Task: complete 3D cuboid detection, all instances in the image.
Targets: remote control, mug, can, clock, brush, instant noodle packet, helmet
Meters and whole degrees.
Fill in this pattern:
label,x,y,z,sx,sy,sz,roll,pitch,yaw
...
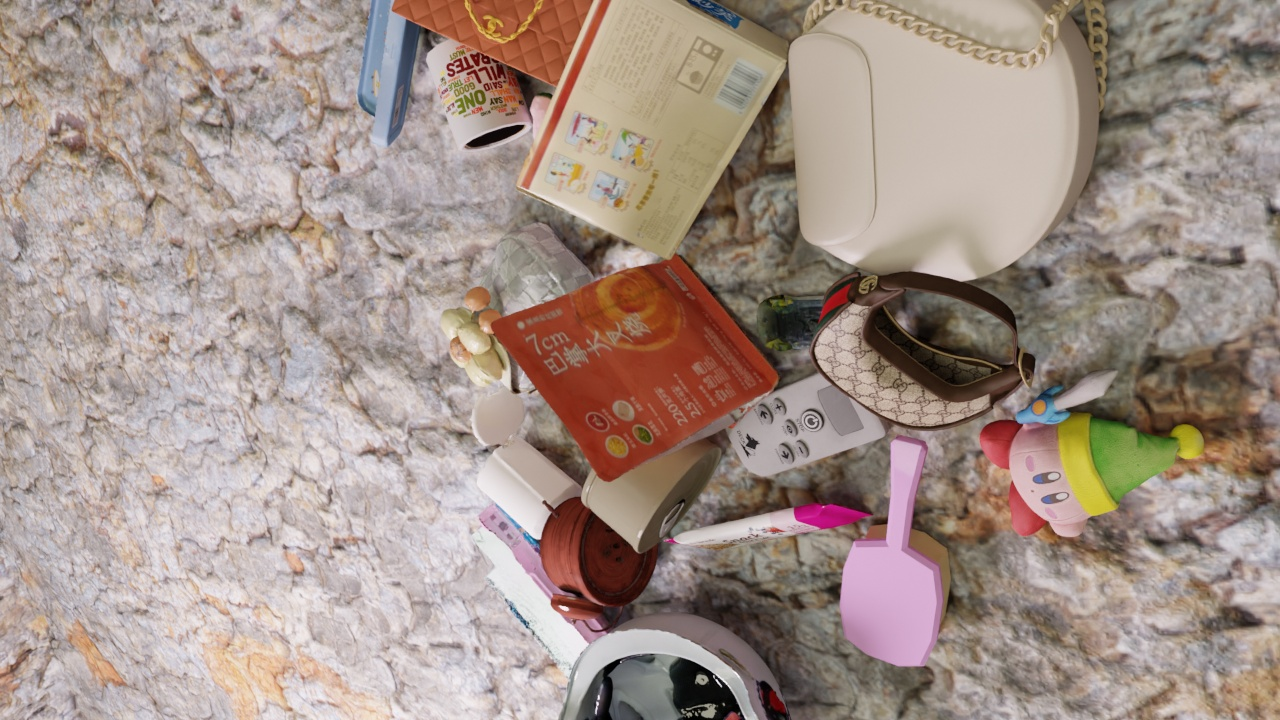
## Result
label,x,y,z,sx,sy,sz,roll,pitch,yaw
remote control,0.146,0.057,0.840,0.151,0.019,0.074,-26,94,39
mug,-0.157,-0.253,0.884,0.089,0.073,0.105,71,161,-3
can,0.011,0.113,0.888,0.073,0.127,0.128,37,126,18
clock,-0.044,0.212,0.974,0.072,0.120,0.158,-5,99,44
brush,0.231,0.165,0.813,0.089,0.043,0.229,13,116,29
instant noodle packet,-0.005,0.005,0.784,0.164,0.220,0.084,52,127,14
helmet,0.049,0.367,0.946,0.237,0.163,0.264,-20,95,23

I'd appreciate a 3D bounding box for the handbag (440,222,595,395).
label,x,y,z,sx,sy,sz,roll,pitch,yaw
handbag,-0.129,-0.049,0.917,0.112,0.123,0.172,50,134,14

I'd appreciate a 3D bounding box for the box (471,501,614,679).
label,x,y,z,sx,sy,sz,roll,pitch,yaw
box,-0.110,0.272,1.087,0.230,0.066,0.159,48,148,8

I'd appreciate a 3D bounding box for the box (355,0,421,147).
label,x,y,z,sx,sy,sz,roll,pitch,yaw
box,-0.246,-0.330,0.928,0.120,0.049,0.210,61,139,44

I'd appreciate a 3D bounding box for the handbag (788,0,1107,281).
label,x,y,z,sx,sy,sz,roll,pitch,yaw
handbag,0.206,-0.163,0.654,0.209,0.103,0.211,6,111,37

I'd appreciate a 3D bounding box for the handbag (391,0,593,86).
label,x,y,z,sx,sy,sz,roll,pitch,yaw
handbag,-0.113,-0.315,0.788,0.172,0.060,0.109,24,103,-1

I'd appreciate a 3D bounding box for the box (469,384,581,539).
label,x,y,z,sx,sy,sz,roll,pitch,yaw
box,-0.128,0.111,1.005,0.137,0.083,0.144,37,143,18

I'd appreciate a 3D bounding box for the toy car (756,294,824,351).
label,x,y,z,sx,sy,sz,roll,pitch,yaw
toy car,0.153,-0.034,0.788,0.106,0.032,0.048,1,112,30

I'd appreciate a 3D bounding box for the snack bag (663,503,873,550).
label,x,y,z,sx,sy,sz,roll,pitch,yaw
snack bag,0.118,0.162,0.879,0.197,0.070,0.016,-21,61,38

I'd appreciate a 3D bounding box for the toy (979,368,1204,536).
label,x,y,z,sx,sy,sz,roll,pitch,yaw
toy,0.335,0.068,0.692,0.132,0.096,0.124,-18,93,56

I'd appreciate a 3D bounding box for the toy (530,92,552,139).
label,x,y,z,sx,sy,sz,roll,pitch,yaw
toy,-0.062,-0.196,0.854,0.102,0.050,0.093,26,120,24

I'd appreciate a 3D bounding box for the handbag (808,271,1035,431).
label,x,y,z,sx,sy,sz,roll,pitch,yaw
handbag,0.218,-0.008,0.698,0.166,0.063,0.139,34,146,-18

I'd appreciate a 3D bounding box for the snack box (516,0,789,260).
label,x,y,z,sx,sy,sz,roll,pitch,yaw
snack box,0.005,-0.202,0.762,0.153,0.055,0.208,25,129,-9
